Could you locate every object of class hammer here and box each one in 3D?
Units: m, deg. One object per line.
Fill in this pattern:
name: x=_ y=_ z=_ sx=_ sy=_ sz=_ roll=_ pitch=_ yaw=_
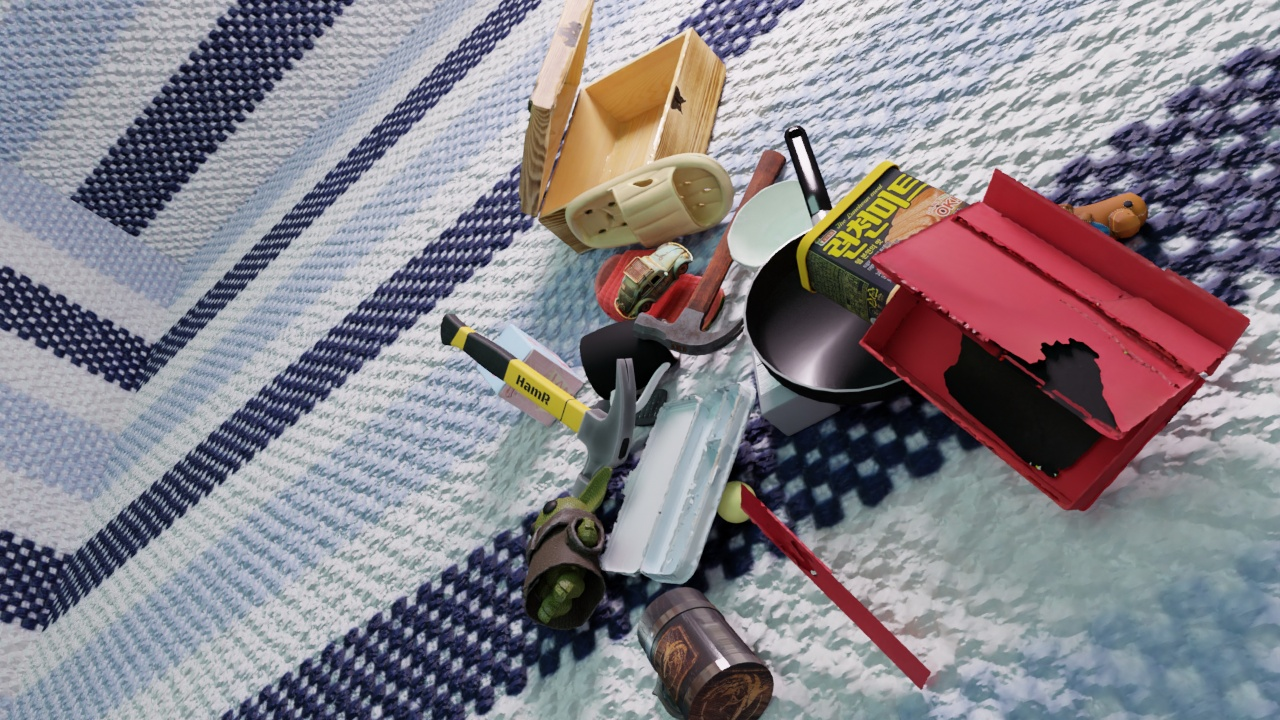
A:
hammer: x=-0.132 y=0.022 z=1.092 sx=0.325 sy=0.034 sz=0.170 roll=31 pitch=110 yaw=32
hammer: x=0.105 y=-0.133 z=1.077 sx=0.111 sy=0.028 sz=0.299 roll=19 pitch=64 yaw=17

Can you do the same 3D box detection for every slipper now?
slipper: x=0.001 y=-0.183 z=1.179 sx=0.262 sy=0.111 sz=0.079 roll=-8 pitch=44 yaw=39
slipper: x=0.006 y=-0.093 z=1.159 sx=0.103 sy=0.059 sz=0.249 roll=-56 pitch=37 yaw=-5

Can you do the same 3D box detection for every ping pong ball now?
ping pong ball: x=0.092 y=0.136 z=0.883 sx=0.040 sy=0.040 sz=0.040 roll=-29 pitch=42 yaw=30

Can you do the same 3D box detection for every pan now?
pan: x=0.191 y=-0.106 z=0.904 sx=0.204 sy=0.044 sz=0.355 roll=-16 pitch=51 yaw=10

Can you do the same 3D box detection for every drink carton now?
drink carton: x=0.151 y=0.004 z=0.920 sx=0.076 sy=0.048 sz=0.124 roll=-31 pitch=41 yaw=28

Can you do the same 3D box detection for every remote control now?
remote control: x=-0.018 y=0.061 z=1.097 sx=0.125 sy=0.009 sz=0.046 roll=-12 pitch=52 yaw=43

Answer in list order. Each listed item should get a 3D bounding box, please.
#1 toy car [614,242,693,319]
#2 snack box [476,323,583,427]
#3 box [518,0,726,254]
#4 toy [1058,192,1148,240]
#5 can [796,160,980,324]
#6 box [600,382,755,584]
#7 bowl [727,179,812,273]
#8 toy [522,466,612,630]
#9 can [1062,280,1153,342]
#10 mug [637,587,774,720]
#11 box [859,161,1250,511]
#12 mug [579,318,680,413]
toy car: x=0.009 y=-0.101 z=1.094 sx=0.112 sy=0.047 sz=0.047 roll=-46 pitch=54 yaw=-1
snack box: x=-0.146 y=0.020 z=1.203 sx=0.079 sy=0.094 sz=0.093 roll=-52 pitch=36 yaw=2
box: x=-0.077 y=-0.350 z=1.303 sx=0.270 sy=0.264 sz=0.278 roll=-16 pitch=51 yaw=43
toy: x=0.378 y=-0.119 z=0.785 sx=0.090 sy=0.070 sz=0.102 roll=-23 pitch=21 yaw=18
can: x=0.222 y=-0.099 z=0.815 sx=0.130 sy=0.072 sz=0.101 roll=-44 pitch=56 yaw=-13
box: x=0.037 y=0.126 z=0.940 sx=0.190 sy=0.037 sz=0.208 roll=-25 pitch=40 yaw=62
bowl: x=0.161 y=-0.135 z=1.014 sx=0.118 sy=0.061 sz=0.117 roll=-23 pitch=48 yaw=27
toy: x=-0.082 y=0.208 z=0.968 sx=0.180 sy=0.078 sz=0.152 roll=-57 pitch=20 yaw=25
can: x=0.367 y=-0.041 z=0.724 sx=0.038 sy=0.038 sz=0.079 roll=-35 pitch=39 yaw=23
mug: x=0.047 y=0.274 z=0.796 sx=0.107 sy=0.080 sz=0.116 roll=43 pitch=121 yaw=56
box: x=0.323 y=-0.126 z=0.594 sx=0.214 sy=0.137 sz=0.469 roll=46 pitch=130 yaw=33
mug: x=-0.006 y=0.006 z=1.074 sx=0.100 sy=0.085 sz=0.118 roll=-21 pitch=56 yaw=18
